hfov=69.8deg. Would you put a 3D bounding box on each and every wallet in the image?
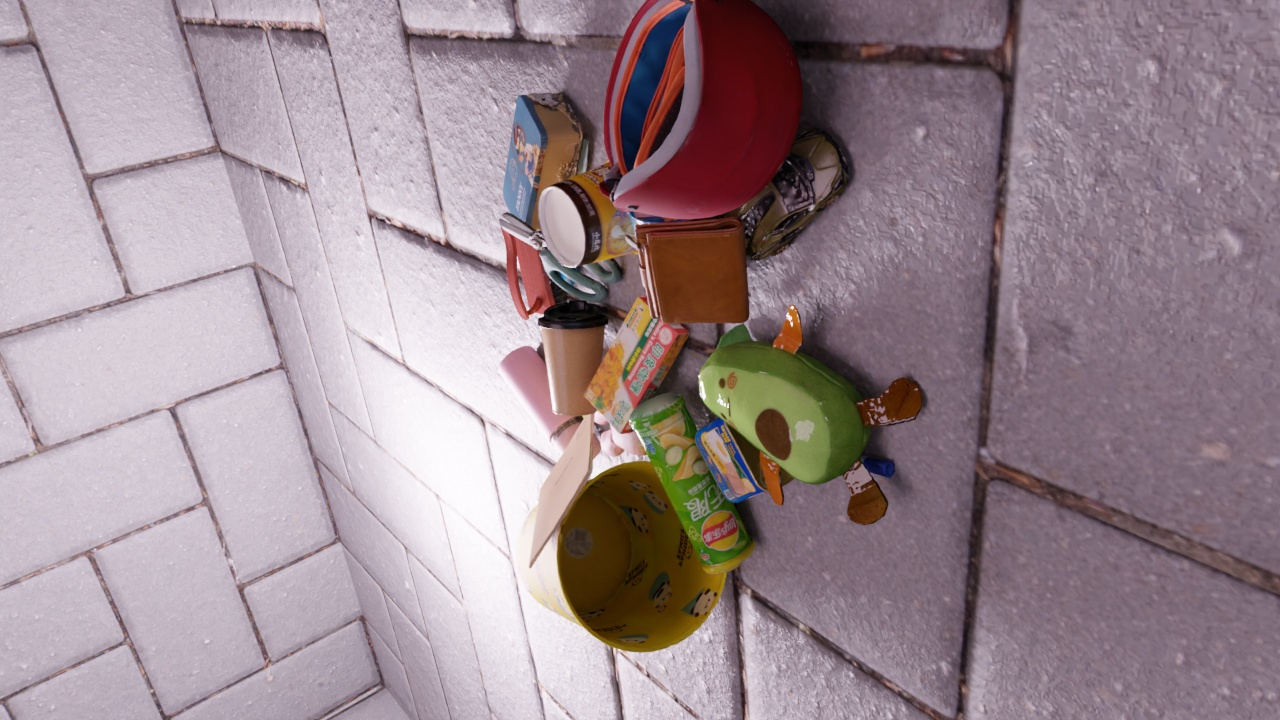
[{"bbox_3d":[0.047,-0.085,0.916,0.119,0.035,0.131,2,141,11],"label":"wallet"}]

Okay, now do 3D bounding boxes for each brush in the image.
[{"bbox_3d":[-0.151,-0.131,1.258,0.063,0.069,0.146,16,123,50],"label":"brush"}]

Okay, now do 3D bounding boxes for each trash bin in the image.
[{"bbox_3d":[-0.043,0.258,1.229,0.229,0.229,0.256,66,154,0],"label":"trash bin"}]

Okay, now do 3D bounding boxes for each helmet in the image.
[{"bbox_3d":[0.056,-0.224,0.815,0.239,0.144,0.207,-112,40,-60],"label":"helmet"}]

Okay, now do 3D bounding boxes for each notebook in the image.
[{"bbox_3d":[-0.098,0.155,1.167,0.148,0.008,0.207,-58,11,15],"label":"notebook"}]

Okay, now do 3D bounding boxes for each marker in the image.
[{"bbox_3d":[0.198,0.098,0.943,0.146,0.016,0.017,9,118,53],"label":"marker"}]

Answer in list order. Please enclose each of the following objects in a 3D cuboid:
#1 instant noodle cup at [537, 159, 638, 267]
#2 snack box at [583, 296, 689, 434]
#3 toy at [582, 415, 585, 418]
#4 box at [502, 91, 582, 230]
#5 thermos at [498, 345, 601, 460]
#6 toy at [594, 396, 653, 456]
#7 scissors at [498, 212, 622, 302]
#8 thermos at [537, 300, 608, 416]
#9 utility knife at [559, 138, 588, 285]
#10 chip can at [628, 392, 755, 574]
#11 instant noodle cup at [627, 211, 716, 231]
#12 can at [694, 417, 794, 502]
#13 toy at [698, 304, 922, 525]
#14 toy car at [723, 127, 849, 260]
[{"bbox_3d":[-0.044,-0.165,1.033,0.118,0.114,0.119,35,137,41],"label":"instant noodle cup"},{"bbox_3d":[-0.007,0.007,1.120,0.077,0.027,0.156,45,119,30],"label":"snack box"},{"bbox_3d":[-0.085,0.035,1.300,0.096,0.031,0.100,-135,37,-62],"label":"toy"},{"bbox_3d":[-0.125,-0.239,1.144,0.089,0.060,0.185,63,149,32],"label":"box"},{"bbox_3d":[-0.132,0.073,1.379,0.198,0.067,0.087,50,177,21],"label":"thermos"},{"bbox_3d":[-0.023,0.072,1.216,0.160,0.054,0.121,-32,73,61],"label":"toy"},{"bbox_3d":[-0.099,-0.141,1.146,0.180,0.019,0.144,39,147,-17],"label":"scissors"},{"bbox_3d":[-0.087,-0.003,1.206,0.093,0.092,0.143,15,110,52],"label":"thermos"},{"bbox_3d":[-0.082,-0.187,1.165,0.219,0.018,0.034,103,148,-44],"label":"utility knife"},{"bbox_3d":[0.061,0.144,1.099,0.073,0.072,0.221,-10,109,58],"label":"chip can"},{"bbox_3d":[0.039,-0.121,0.969,0.099,0.099,0.110,32,143,42],"label":"instant noodle cup"},{"bbox_3d":[0.115,0.104,1.032,0.102,0.057,0.083,62,151,7],"label":"can"},{"bbox_3d":[0.152,0.052,0.912,0.247,0.089,0.227,27,122,40],"label":"toy"},{"bbox_3d":[0.132,-0.152,0.852,0.070,0.042,0.159,59,145,10],"label":"toy car"}]
